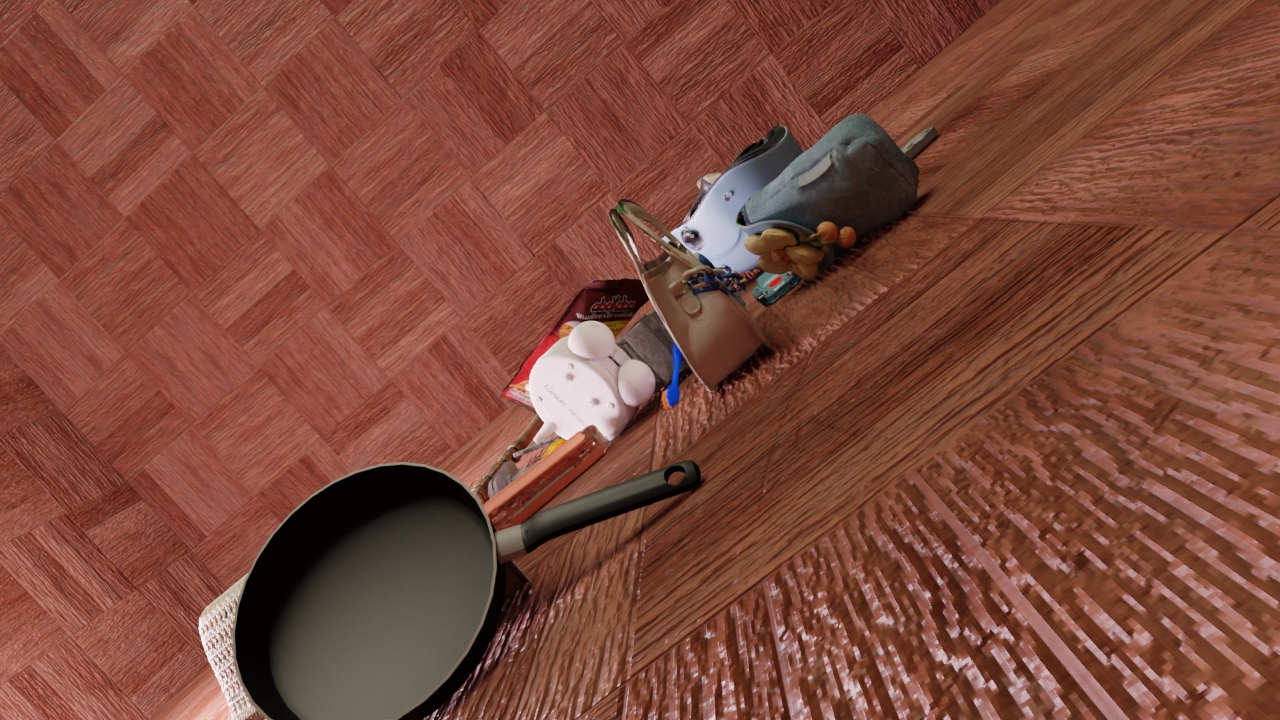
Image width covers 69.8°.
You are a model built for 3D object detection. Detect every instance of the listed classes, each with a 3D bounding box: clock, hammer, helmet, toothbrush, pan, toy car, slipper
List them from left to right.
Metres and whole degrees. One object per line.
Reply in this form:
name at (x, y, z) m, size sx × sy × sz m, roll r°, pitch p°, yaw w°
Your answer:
pan at (-0.123, 0.146, 0.661) m, size 0.356 × 0.044 × 0.203 m, roll -20°, pitch 52°, yaw 4°
hammer at (-0.176, 0.118, 1.448) m, size 0.317 × 0.049 × 0.122 m, roll -55°, pitch -19°, yaw -45°
clock at (-0.065, 0.036, 1.048) m, size 0.161 × 0.125 × 0.072 m, roll -44°, pitch 3°, yaw 41°
hammer at (-0.007, 0.007, 1.208) m, size 0.176 × 0.079 × 0.327 m, roll -44°, pitch 2°, yaw -33°
toothbrush at (0.041, -0.016, 1.017) m, size 0.018 × 0.016 × 0.182 m, roll -45°, pitch 24°, yaw 39°
helmet at (0.156, -0.224, 1.406) m, size 0.224 × 0.167 × 0.266 m, roll -42°, pitch 8°, yaw -40°
toy car at (0.161, -0.096, 1.107) m, size 0.060 × 0.027 × 0.107 m, roll -39°, pitch 6°, yaw 8°
slipper at (0.301, -0.250, 1.270) m, size 0.268 × 0.055 × 0.098 m, roll -40°, pitch 3°, yaw -18°

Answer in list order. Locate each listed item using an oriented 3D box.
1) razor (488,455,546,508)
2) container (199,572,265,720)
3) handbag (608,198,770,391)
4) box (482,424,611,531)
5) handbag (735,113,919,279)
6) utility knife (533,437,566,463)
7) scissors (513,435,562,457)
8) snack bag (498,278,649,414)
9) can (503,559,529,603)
razor at (-0.127, 0.135, 1.148) m, size 0.116 × 0.047 × 0.088 m, roll -31°, pitch 8°, yaw 13°
container at (-0.315, 0.254, 0.912) m, size 0.247 × 0.143 × 0.184 m, roll -37°, pitch -7°, yaw 26°
handbag at (0.045, -0.080, 0.896) m, size 0.093 × 0.199 × 0.200 m, roll -35°, pitch 9°, yaw 5°
box at (-0.115, 0.135, 1.019) m, size 0.186 × 0.056 × 0.059 m, roll -39°, pitch -26°, yaw -2°
handbag at (0.197, -0.158, 0.975) m, size 0.192 × 0.122 × 0.118 m, roll -33°, pitch 26°, yaw 40°
utility knife at (-0.131, 0.136, 1.278) m, size 0.030 × 0.017 × 0.151 m, roll -28°, pitch 7°, yaw 20°
scissors at (-0.105, 0.098, 1.188) m, size 0.142 × 0.014 × 0.174 m, roll -24°, pitch -2°, yaw 36°
snack bag at (-0.080, -0.026, 1.131) m, size 0.138 × 0.066 × 0.208 m, roll 2°, pitch -49°, yaw -55°
can at (-0.147, 0.170, 0.740) m, size 0.074 × 0.090 × 0.090 m, roll -41°, pitch 6°, yaw -13°
